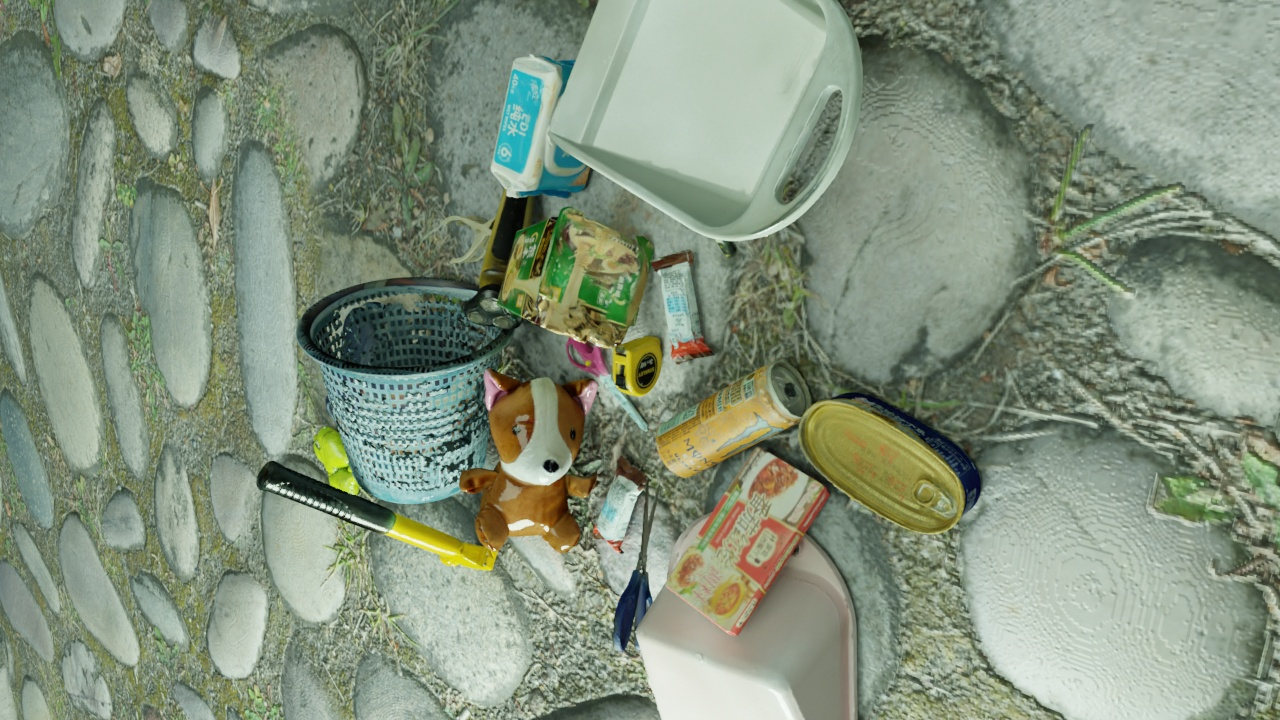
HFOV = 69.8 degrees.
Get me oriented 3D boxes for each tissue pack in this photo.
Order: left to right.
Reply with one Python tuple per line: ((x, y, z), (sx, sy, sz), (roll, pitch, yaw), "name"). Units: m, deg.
((-0.085, -0.226, 0.893), (0.063, 0.089, 0.140), (31, 116, 31), "tissue pack")

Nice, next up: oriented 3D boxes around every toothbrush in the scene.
((0.038, -0.175, 0.852), (0.012, 0.017, 0.185), (-30, 78, 0), "toothbrush")

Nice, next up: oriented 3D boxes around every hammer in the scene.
((-0.281, 0.179, 1.019), (0.129, 0.300, 0.032), (-8, 59, 44), "hammer")

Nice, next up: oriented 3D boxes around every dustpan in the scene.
((0.049, -0.219, 0.729), (0.258, 0.142, 0.223), (28, 113, 7), "dustpan")
((0.116, 0.286, 0.885), (0.223, 0.138, 0.274), (10, 133, 36), "dustpan")

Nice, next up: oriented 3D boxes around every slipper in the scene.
((-0.354, 0.051, 1.160), (0.105, 0.095, 0.253), (12, 109, 34), "slipper")

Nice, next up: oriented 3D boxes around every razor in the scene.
((-0.138, -0.117, 0.953), (0.062, 0.068, 0.167), (11, 80, -1), "razor")

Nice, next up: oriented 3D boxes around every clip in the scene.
((-0.176, -0.131, 1.022), (0.102, 0.035, 0.094), (15, 103, 28), "clip")

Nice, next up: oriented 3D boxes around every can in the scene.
((0.082, 0.055, 0.835), (0.146, 0.058, 0.058), (-33, 78, 38), "can")
((0.202, 0.081, 0.750), (0.148, 0.049, 0.075), (33, 118, 29), "can")

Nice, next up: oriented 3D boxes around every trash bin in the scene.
((-0.251, 0.040, 1.016), (0.227, 0.225, 0.195), (25, 125, 33), "trash bin")

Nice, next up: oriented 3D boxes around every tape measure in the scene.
((-0.005, 0.005, 0.895), (0.029, 0.059, 0.057), (14, 112, 35), "tape measure")

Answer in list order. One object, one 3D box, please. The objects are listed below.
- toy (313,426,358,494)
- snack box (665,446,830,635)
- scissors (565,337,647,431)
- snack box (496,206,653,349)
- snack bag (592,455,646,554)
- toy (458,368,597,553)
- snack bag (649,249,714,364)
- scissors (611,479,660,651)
((-0.418, 0.138, 1.265), (0.097, 0.031, 0.100), (5, 106, 38), "toy")
((0.095, 0.159, 0.816), (0.075, 0.025, 0.152), (31, 83, 32), "snack box")
((-0.033, 0.021, 0.949), (0.133, 0.017, 0.054), (51, 132, 14), "scissors")
((-0.074, -0.080, 0.894), (0.106, 0.118, 0.117), (12, 85, 49), "snack box")
((-0.023, 0.153, 0.957), (0.045, 0.026, 0.105), (37, 119, 38), "snack bag")
((-0.113, 0.106, 0.959), (0.130, 0.140, 0.200), (-137, 56, -62), "toy")
((0.039, -0.050, 0.869), (0.048, 0.026, 0.104), (-12, 90, 33), "snack bag")
((-0.002, 0.205, 0.889), (0.012, 0.154, 0.166), (2, 110, 21), "scissors")
